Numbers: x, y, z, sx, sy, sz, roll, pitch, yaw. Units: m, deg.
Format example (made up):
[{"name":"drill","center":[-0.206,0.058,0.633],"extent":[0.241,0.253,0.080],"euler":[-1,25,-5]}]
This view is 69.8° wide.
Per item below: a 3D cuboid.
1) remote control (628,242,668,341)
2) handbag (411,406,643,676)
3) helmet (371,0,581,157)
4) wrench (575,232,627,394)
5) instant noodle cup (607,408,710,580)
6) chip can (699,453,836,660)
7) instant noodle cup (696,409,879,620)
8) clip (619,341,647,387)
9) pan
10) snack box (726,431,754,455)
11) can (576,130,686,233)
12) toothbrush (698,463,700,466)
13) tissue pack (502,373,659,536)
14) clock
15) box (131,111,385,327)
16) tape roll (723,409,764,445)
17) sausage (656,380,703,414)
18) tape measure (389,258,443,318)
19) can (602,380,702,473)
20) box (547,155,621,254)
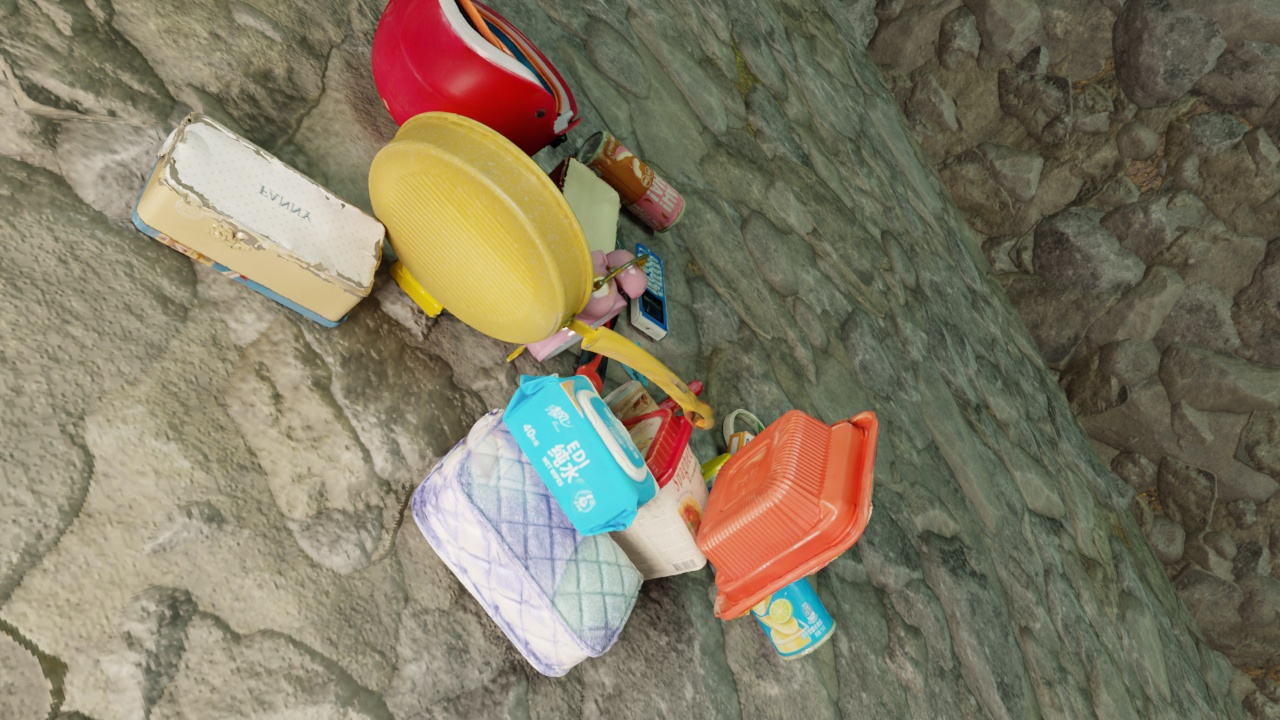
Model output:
[{"name":"remote control","center":[0.007,-0.083,1.089],"extent":[0.049,0.024,0.124],"euler":[31,40,-35]},{"name":"handbag","center":[-0.088,0.142,0.726],"extent":[0.194,0.076,0.133],"euler":[54,27,-9]},{"name":"helmet","center":[-0.170,-0.273,0.908],"extent":[0.207,0.144,0.239],"euler":[50,13,0]},{"name":"wrench","center":[-0.041,-0.054,1.007],"extent":[0.056,0.016,0.272],"euler":[39,37,-28]},{"name":"instant noodle cup","center":[0.007,0.128,0.842],"extent":[0.124,0.117,0.116],"euler":[60,30,-20]},{"name":"chip can","center":[0.119,0.203,0.953],"extent":[0.210,0.071,0.071],"euler":[57,32,-1]},{"name":"instant noodle cup","center":[0.119,0.124,0.805],"extent":[0.079,0.189,0.164],"euler":[37,37,-10]},{"name":"clip","center":[-0.006,0.006,0.999],"extent":[0.054,0.033,0.013],"euler":[63,32,-17]},{"name":"pan","center":[-0.067,-0.050,0.747],"extent":[0.357,0.198,0.078],"euler":[49,57,-15]},{"name":"snack box","center":[0.157,0.149,1.075],"extent":[0.153,0.026,0.075],"euler":[34,57,-32]},{"name":"can","center":[-0.011,-0.223,1.151],"extent":[0.147,0.058,0.057],"euler":[35,39,-31]},{"name":"toothbrush","center":[0.077,0.138,1.006],"extent":[0.191,0.016,0.018],"euler":[45,45,-20]},{"name":"tissue pack","center":[-0.044,0.070,0.727],"extent":[0.140,0.063,0.090],"euler":[56,11,7]},{"name":"clock","center":[-0.056,-0.057,0.858],"extent":[0.060,0.159,0.117],"euler":[56,33,2]},{"name":"box","center":[-0.275,-0.100,0.694],"extent":[0.184,0.060,0.089],"euler":[35,39,-34]},{"name":"tape roll","center":[0.132,0.100,1.113],"extent":[0.085,0.014,0.085],"euler":[33,40,-34]},{"name":"sausage","center":[0.036,0.049,1.022],"extent":[0.020,0.020,0.155],"euler":[59,32,1]},{"name":"tape measure","center":[-0.188,-0.075,0.811],"extent":[0.060,0.029,0.057],"euler":[48,51,-17]},{"name":"can","center":[0.007,0.080,0.919],"extent":[0.116,0.059,0.058],"euler":[53,33,-7]},{"name":"box","center":[-0.067,-0.139,0.989],"extent":[0.091,0.076,0.168],"euler":[35,39,-30]}]
